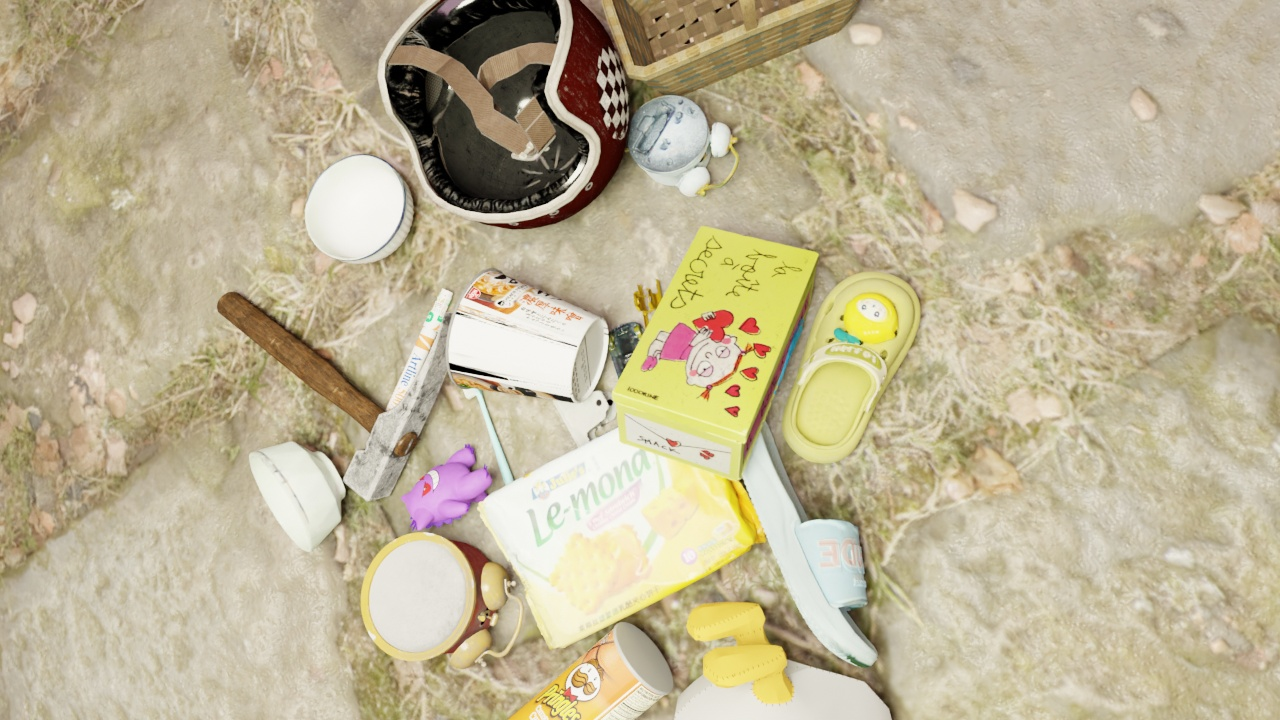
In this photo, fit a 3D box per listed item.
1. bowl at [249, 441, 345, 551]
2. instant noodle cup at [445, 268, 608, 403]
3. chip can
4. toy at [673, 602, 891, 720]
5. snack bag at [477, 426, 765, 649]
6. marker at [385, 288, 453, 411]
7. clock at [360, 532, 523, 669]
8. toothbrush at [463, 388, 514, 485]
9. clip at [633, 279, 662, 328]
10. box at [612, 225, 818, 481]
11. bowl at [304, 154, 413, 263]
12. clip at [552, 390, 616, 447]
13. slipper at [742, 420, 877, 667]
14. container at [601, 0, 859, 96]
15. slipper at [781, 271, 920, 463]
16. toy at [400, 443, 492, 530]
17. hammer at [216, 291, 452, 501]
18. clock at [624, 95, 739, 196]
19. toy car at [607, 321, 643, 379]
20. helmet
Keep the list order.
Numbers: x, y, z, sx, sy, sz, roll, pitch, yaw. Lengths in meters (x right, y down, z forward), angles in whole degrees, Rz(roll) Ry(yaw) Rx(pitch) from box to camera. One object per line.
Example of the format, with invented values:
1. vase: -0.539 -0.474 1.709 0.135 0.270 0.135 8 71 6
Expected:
1. bowl: -0.346 0.132 0.946 0.061 0.118 0.117 -31 71 -32
2. instant noodle cup: -0.103 -0.016 0.891 0.122 0.123 0.123 16 85 17
3. chip can: -0.073 0.336 0.840 0.215 0.075 0.075 -43 74 11
4. toy: 0.101 0.346 0.784 0.246 0.141 0.268 -9 103 -5
5. snack bag: -0.014 0.150 0.865 0.247 0.068 0.159 -27 80 4
6. marker: -0.236 -0.008 0.980 0.017 0.017 0.145 23 87 16
7. clock: -0.185 0.235 0.894 0.159 0.081 0.117 16 81 19
8. toothbrush: -0.147 0.097 0.942 0.016 0.016 0.180 -25 75 5
9. clip: 0.005 -0.056 0.915 0.044 0.049 0.054 -20 75 45
10. box: 0.072 -0.015 0.824 0.124 0.082 0.220 19 57 16
11. bowl: -0.295 -0.157 0.995 0.118 0.062 0.118 -2 80 13
12. clip: -0.049 0.053 0.928 0.056 0.046 0.101 -33 76 11
13. slipper: 0.153 0.152 0.817 0.074 0.104 0.245 -27 71 11
14. container: 0.084 -0.373 0.872 0.250 0.186 0.157 -20 77 10
15. slipper: 0.187 0.003 0.843 0.092 0.081 0.190 24 90 19
16. toy: -0.194 0.135 0.918 0.088 0.106 0.056 -25 118 -19
17. hammer: -0.334 -0.022 0.977 0.300 0.037 0.218 34 105 21
18. clock: 0.043 -0.213 0.924 0.117 0.057 0.083 31 89 16
19. toy car: -0.005 0.005 0.915 0.039 0.027 0.089 -20 71 10
20. helmet: -0.119 -0.241 0.863 0.234 0.253 0.233 8 68 23
